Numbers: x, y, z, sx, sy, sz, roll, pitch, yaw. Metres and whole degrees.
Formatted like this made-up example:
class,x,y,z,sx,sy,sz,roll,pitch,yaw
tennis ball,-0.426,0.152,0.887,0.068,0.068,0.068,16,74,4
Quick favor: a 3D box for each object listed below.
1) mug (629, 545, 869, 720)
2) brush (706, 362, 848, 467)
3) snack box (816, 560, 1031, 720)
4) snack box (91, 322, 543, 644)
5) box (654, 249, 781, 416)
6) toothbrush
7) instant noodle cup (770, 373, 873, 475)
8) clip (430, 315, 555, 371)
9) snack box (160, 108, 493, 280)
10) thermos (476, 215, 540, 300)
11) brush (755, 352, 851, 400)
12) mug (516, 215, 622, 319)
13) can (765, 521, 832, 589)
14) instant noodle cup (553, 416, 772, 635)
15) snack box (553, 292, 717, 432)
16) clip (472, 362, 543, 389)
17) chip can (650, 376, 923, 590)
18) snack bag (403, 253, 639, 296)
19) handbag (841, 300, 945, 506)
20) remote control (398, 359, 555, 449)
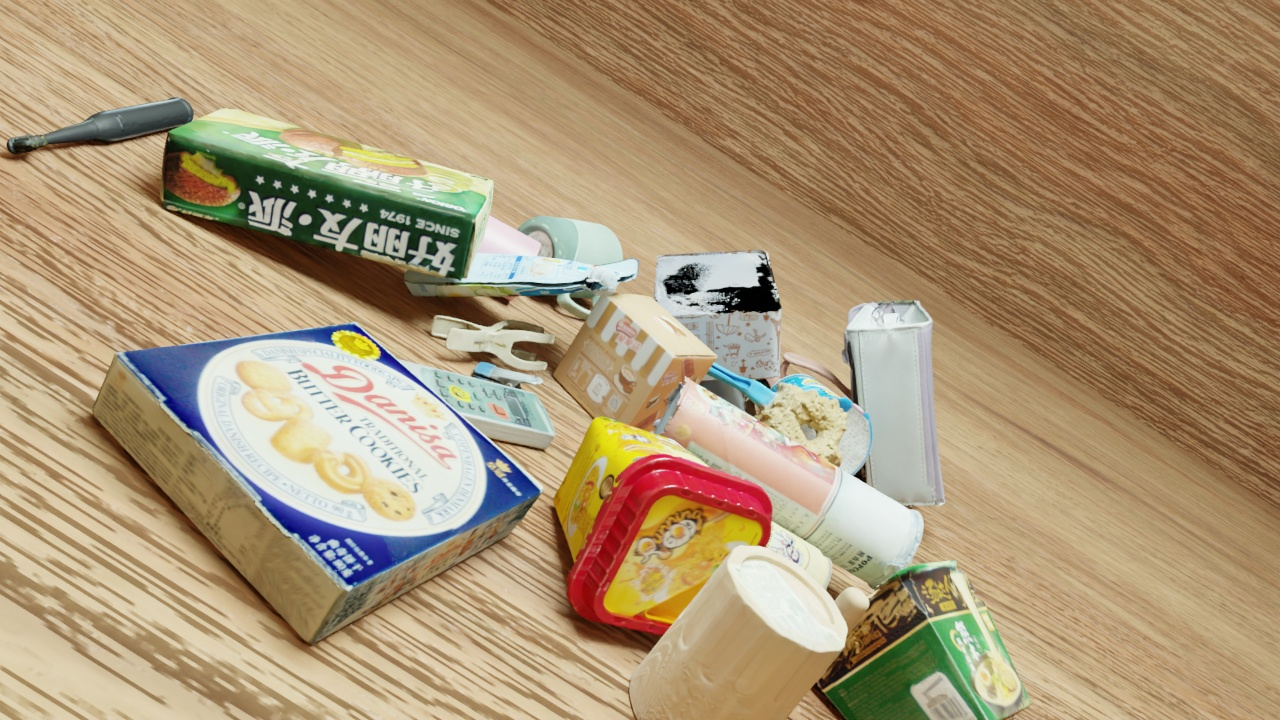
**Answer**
class,x,y,z,sx,sy,sz,roll,pitch,yaw
mug,0.070,0.172,0.533,0.124,0.104,0.084,13,29,-41
brush,0.086,0.021,0.873,0.254,0.083,0.046,32,-15,5
snack box,0.191,0.213,0.625,0.117,0.118,0.105,9,41,-47
snack box,-0.175,0.054,0.529,0.178,0.046,0.182,39,22,15
box,0.073,-0.014,0.992,0.148,0.158,0.181,-3,27,5
toothbrush,-0.425,-0.187,0.734,0.027,0.026,0.212,-6,21,7
instant noodle cup,0.178,0.065,0.960,0.099,0.099,0.110,27,13,-15
clip,-0.117,-0.014,0.764,0.103,0.034,0.076,9,15,-45
snack box,-0.247,-0.137,0.752,0.240,0.063,0.114,15,24,-7
thermos,-0.194,-0.130,0.872,0.198,0.067,0.087,29,-3,-15
brush,0.204,0.045,1.060,0.145,0.073,0.063,25,21,-24
mug,-0.077,-0.096,0.975,0.106,0.082,0.111,-3,72,-58
can,0.078,0.141,0.679,0.116,0.059,0.058,31,21,-4
instant noodle cup,0.005,0.102,0.603,0.116,0.116,0.123,21,13,-28
snack box,-0.005,0.005,0.814,0.093,0.094,0.077,43,23,26
clip,-0.109,0.018,0.750,0.056,0.028,0.024,22,19,0
chip can,0.109,0.096,0.714,0.214,0.071,0.071,30,21,-3
snack bag,-0.101,-0.075,0.804,0.191,0.039,0.110,1,6,7
handbag,0.273,0.042,0.994,0.098,0.197,0.144,-3,13,19
remote control,-0.128,0.032,0.681,0.135,0.019,0.056,17,26,-36
